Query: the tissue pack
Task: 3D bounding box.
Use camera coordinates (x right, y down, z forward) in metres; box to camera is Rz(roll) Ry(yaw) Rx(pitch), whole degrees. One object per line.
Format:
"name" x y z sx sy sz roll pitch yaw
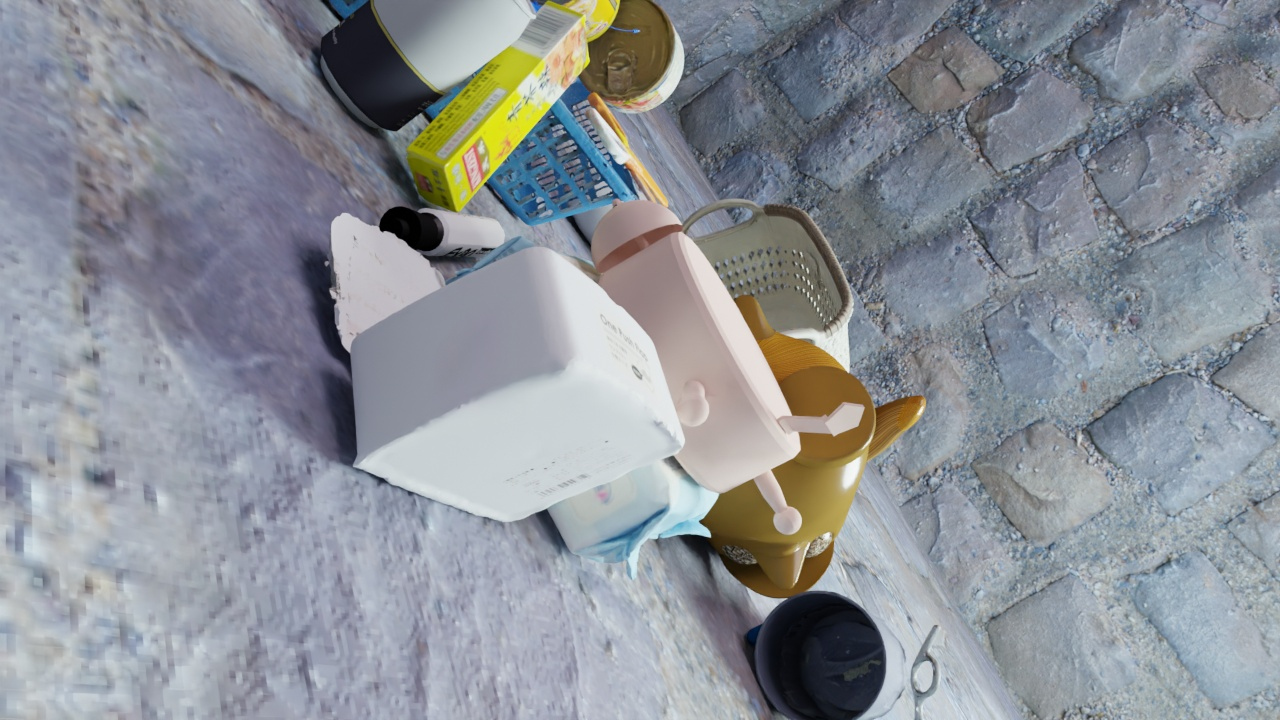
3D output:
"tissue pack" -0.027 0.024 0.484 0.182 0.070 0.112 62 14 10

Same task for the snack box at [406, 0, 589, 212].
"snack box" -0.082 -0.155 0.552 0.029 0.147 0.040 27 -27 16

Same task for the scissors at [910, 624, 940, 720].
"scissors" 0.187 0.267 0.627 0.014 0.173 0.142 16 -2 -20

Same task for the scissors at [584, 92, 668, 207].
"scissors" -0.010 -0.152 0.684 0.125 0.011 0.127 59 14 9

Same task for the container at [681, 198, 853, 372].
"container" 0.115 -0.045 0.939 0.245 0.185 0.143 -101 172 -50

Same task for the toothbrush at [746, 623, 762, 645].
"toothbrush" 0.106 0.198 0.685 0.014 0.014 0.167 26 1 26

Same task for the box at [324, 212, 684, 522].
"box" -0.067 -0.013 0.381 0.108 0.126 0.136 41 30 -55

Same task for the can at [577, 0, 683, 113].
"can" -0.009 -0.247 0.744 0.086 0.086 0.043 59 13 9

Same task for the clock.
"clock" 0.040 -0.006 0.477 0.131 0.086 0.160 49 10 -45

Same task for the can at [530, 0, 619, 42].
"can" -0.055 -0.278 0.675 0.067 0.068 0.105 57 10 -1

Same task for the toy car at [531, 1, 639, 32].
"toy car" -0.044 -0.231 0.625 0.033 0.062 0.092 63 14 21

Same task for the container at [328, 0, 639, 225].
"container" -0.150 -0.273 0.681 0.362 0.089 0.256 48 16 -34

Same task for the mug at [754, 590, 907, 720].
"mug" 0.132 0.222 0.610 0.104 0.084 0.123 39 46 -59

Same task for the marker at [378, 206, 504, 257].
"marker" -0.107 -0.070 0.504 0.025 0.025 0.125 58 13 1

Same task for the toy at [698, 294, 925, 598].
"toy" 0.085 0.079 0.625 0.203 0.199 0.162 75 14 -54

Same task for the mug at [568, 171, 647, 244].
"mug" -0.026 -0.141 0.891 0.089 0.071 0.107 42 9 -24

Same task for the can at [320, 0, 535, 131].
"can" -0.116 -0.189 0.521 0.064 0.127 0.064 53 14 -19
